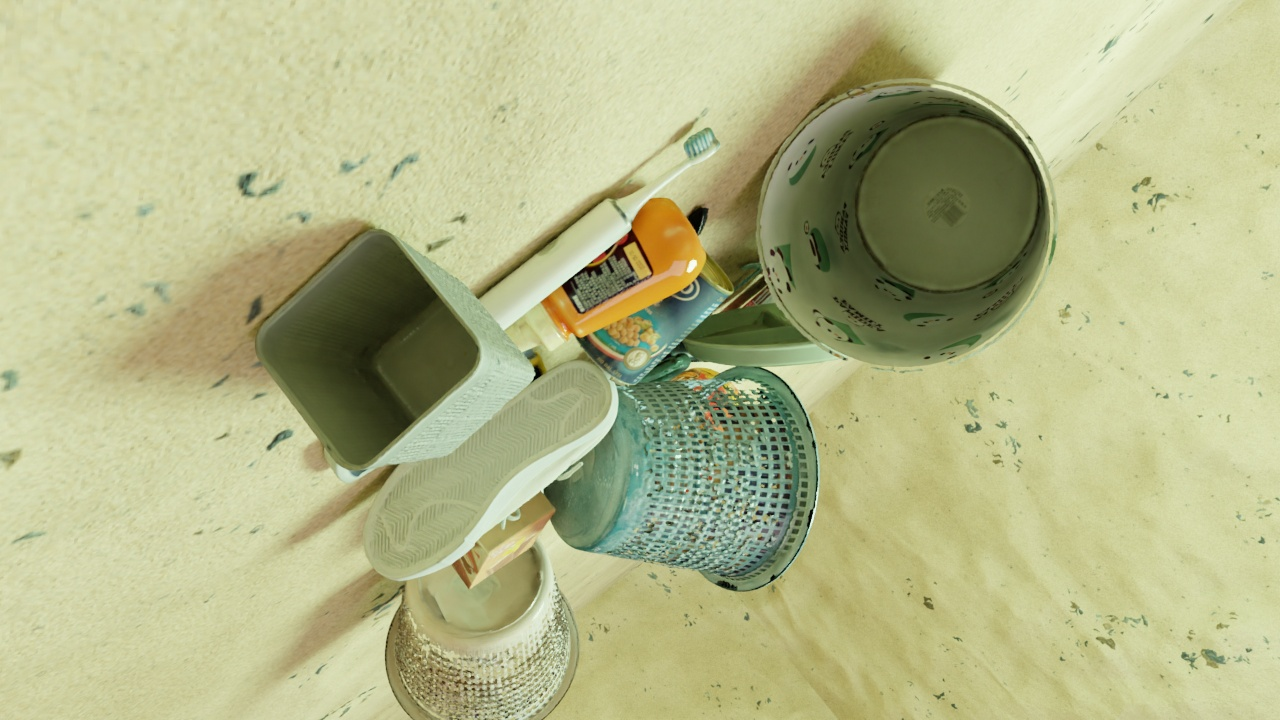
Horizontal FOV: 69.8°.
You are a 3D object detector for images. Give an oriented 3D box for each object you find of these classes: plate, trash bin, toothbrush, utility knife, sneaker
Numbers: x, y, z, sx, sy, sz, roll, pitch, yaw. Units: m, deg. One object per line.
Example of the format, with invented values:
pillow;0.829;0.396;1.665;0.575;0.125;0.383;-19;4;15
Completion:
plate;0.153;-0.030;0.942;0.230;0.027;0.230;-8;-167;2
trash bin;0.253;-0.130;0.822;0.230;0.229;0.251;-48;171;28
toothbrush;0.032;-0.010;0.991;0.027;0.026;0.212;-52;159;18
utility knife;-0.092;0.013;0.753;0.033;0.015;0.231;-39;166;-10
trash bin;-0.175;0.279;1.013;0.226;0.227;0.193;-33;152;-29
toothbrush;-0.036;-0.077;0.591;0.221;0.027;0.026;-39;128;-5
sneaker;-0.119;0.088;0.757;0.242;0.089;0.091;-37;170;-1
toothbrush;0.017;-0.053;0.780;0.017;0.014;0.190;-37;159;-50
trash bin;0.023;0.105;0.875;0.194;0.226;0.227;9;137;-34

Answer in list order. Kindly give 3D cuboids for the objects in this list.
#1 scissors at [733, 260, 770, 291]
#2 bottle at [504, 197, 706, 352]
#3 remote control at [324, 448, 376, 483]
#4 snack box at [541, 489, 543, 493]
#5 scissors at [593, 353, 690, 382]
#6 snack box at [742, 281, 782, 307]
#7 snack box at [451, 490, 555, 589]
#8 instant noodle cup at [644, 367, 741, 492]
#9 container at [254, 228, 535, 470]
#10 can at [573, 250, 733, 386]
scissors;0.140;-0.106;1.000;0.133;0.017;0.136;-39;168;13
bottle;-0.030;-0.051;0.631;0.149;0.066;0.067;-33;166;0
remote control;-0.149;0.036;0.644;0.149;0.021;0.058;-32;164;-19
snack box;-0.143;0.159;1.053;0.075;0.026;0.154;-33;165;-25
scissors;-0.003;0.006;0.901;0.174;0.019;0.170;-15;161;-34
snack box;0.196;-0.092;1.083;0.207;0.057;0.058;-40;175;-1
snack box;-0.145;0.138;0.839;0.076;0.093;0.095;-30;164;-35
instant noodle cup;0.060;0.079;1.133;0.138;0.138;0.108;-51;171;37
container;-0.119;0.000;0.485;0.090;0.090;0.114;-41;169;4
can;0.007;-0.042;0.713;0.111;0.075;0.075;-44;166;18
